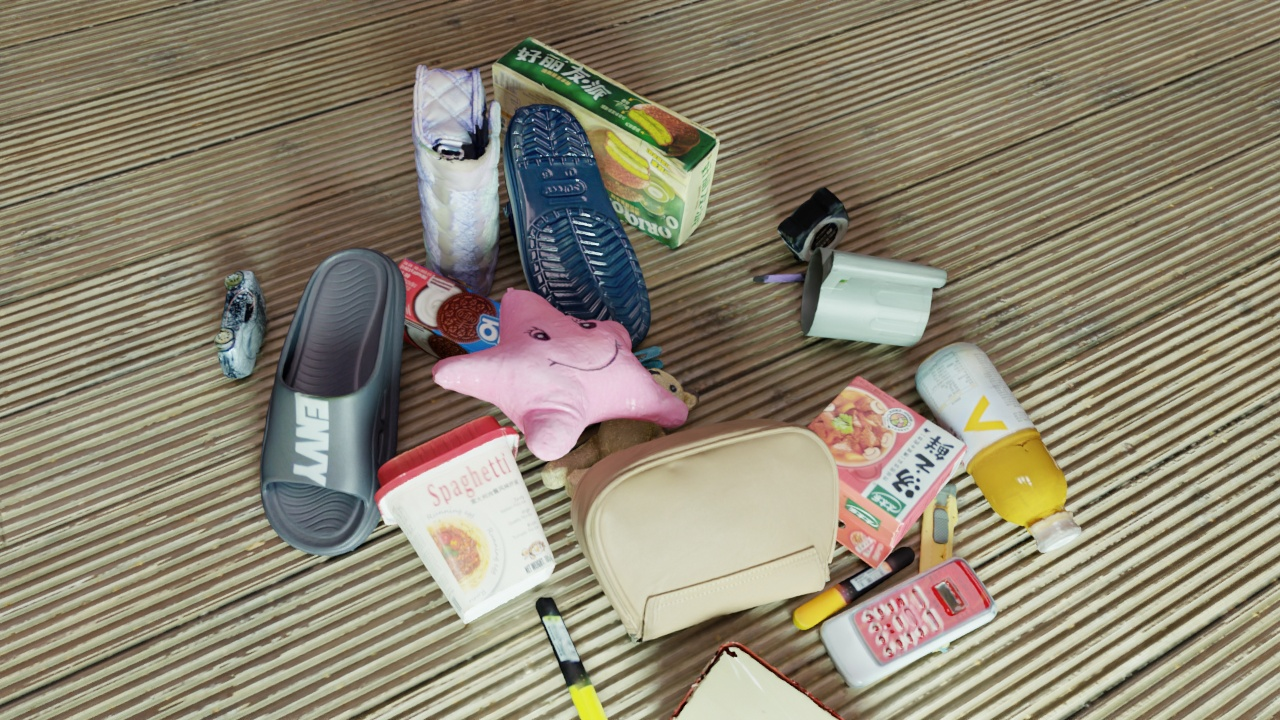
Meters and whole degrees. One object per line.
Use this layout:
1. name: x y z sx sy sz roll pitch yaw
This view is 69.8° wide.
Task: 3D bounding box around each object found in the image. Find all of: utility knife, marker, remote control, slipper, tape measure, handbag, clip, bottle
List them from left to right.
1. slipper: -0.259 0.021 0.751 0.111 0.083 0.267 2 72 6
2. handbag: -0.164 -0.162 0.836 0.075 0.194 0.134 -1 57 -8
3. slipper: -0.074 -0.117 0.866 0.105 0.095 0.252 -15 80 -20
4. marker: -0.052 0.234 0.695 0.018 0.015 0.124 -20 57 -17
5. clip: -0.006 0.004 0.843 0.055 0.038 0.013 -14 58 -2
6. handbag: 0.052 0.125 0.715 0.204 0.100 0.148 -12 95 -13
7. tape measure: 0.174 -0.132 0.915 0.066 0.066 0.033 -39 61 4
8. marker: 0.174 0.183 0.742 0.123 0.015 0.018 -24 59 -21
9. remote control: 0.209 0.203 0.717 0.136 0.020 0.056 -23 61 -9
10. utility knife: 0.246 0.167 0.759 0.031 0.018 0.151 9 61 9
11. bottle: 0.308 0.073 0.789 0.068 0.068 0.189 -16 59 -14

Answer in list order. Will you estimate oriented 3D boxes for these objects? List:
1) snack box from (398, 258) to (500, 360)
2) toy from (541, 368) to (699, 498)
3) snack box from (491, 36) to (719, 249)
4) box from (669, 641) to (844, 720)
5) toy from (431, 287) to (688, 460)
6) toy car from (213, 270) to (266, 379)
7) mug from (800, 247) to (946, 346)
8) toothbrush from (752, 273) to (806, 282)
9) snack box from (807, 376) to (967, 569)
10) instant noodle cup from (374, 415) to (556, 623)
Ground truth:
1. snack box: -0.139 -0.019 0.827 0.207 0.057 0.058 26 62 12
2. toy: -0.019 0.062 0.776 0.105 0.066 0.156 24 49 31
3. snack box: -0.040 -0.221 0.930 0.240 0.115 0.063 31 59 16
4. box: 0.103 0.280 0.634 0.168 0.079 0.091 33 60 17
5. toy: -0.072 0.004 0.724 0.194 0.075 0.178 -10 49 -39
6. toy car: -0.357 -0.032 0.826 0.031 0.049 0.105 -3 58 -4
7. mug: 0.211 -0.063 0.841 0.103 0.124 0.083 8 75 -2
8. toothbrush: 0.205 -0.086 0.919 0.189 0.014 0.016 -2 50 -5
9. snack box: 0.192 0.091 0.778 0.113 0.044 0.126 35 60 24
10. instant noodle cup: -0.129 0.126 0.708 0.116 0.117 0.124 -25 74 -19
